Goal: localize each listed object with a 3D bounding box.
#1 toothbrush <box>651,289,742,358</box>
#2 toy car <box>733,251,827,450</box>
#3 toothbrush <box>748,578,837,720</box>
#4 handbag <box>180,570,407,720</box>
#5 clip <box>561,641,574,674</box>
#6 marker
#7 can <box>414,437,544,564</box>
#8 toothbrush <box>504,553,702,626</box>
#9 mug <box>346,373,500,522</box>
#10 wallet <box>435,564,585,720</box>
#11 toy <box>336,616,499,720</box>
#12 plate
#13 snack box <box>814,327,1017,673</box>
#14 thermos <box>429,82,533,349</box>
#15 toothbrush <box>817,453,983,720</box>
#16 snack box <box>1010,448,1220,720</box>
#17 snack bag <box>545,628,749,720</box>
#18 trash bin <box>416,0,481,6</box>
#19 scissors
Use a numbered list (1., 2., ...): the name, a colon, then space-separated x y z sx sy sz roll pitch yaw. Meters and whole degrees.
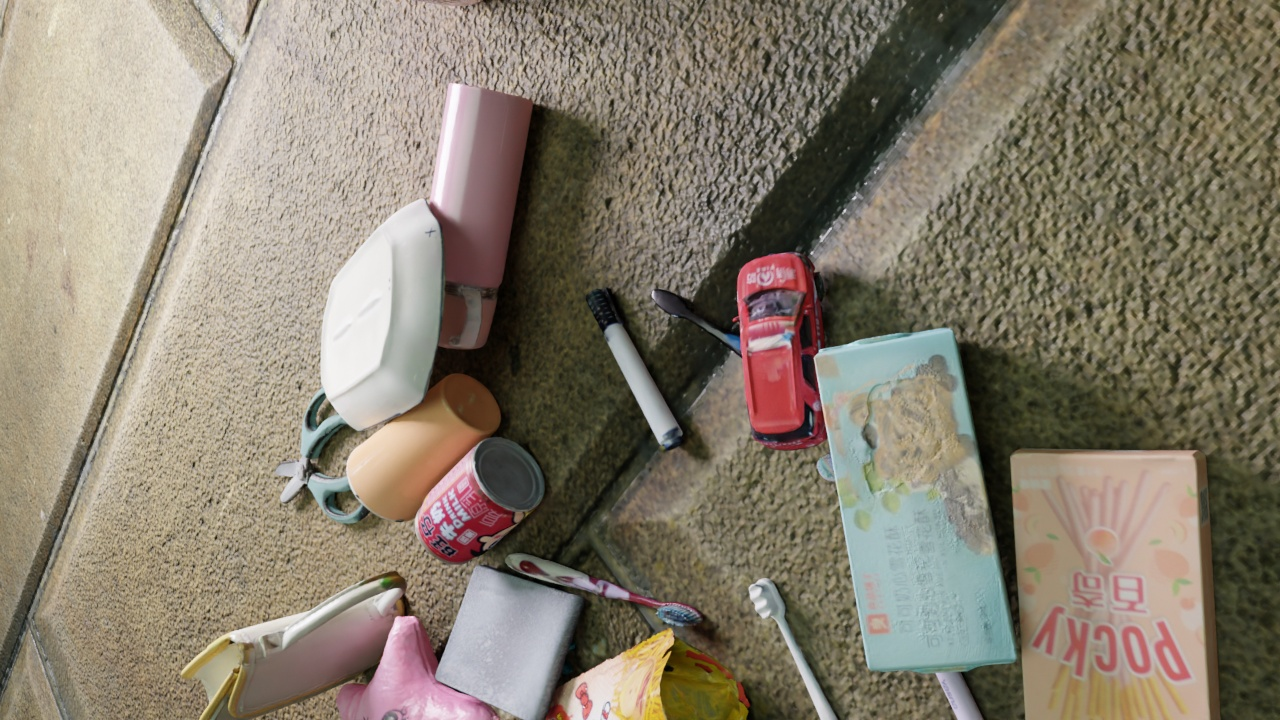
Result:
1. toothbrush: 0.078 -0.001 0.587 0.189 0.016 0.014 34 102 30
2. toy car: 0.085 -0.007 0.549 0.053 0.045 0.120 -10 76 27
3. toothbrush: 0.112 0.219 0.562 0.016 0.016 0.180 -41 68 39
4. handbag: -0.276 0.240 0.780 0.179 0.163 0.063 -42 68 31
5. clip: -0.073 0.223 0.712 0.057 0.014 0.048 7 98 37
6. marker: -0.004 0.004 0.647 0.023 0.018 0.130 -38 68 23
7. can: -0.127 0.112 0.718 0.094 0.066 0.066 -43 66 31
8. toothbrush: -0.035 0.168 0.677 0.188 0.017 0.016 7 95 38
9. mug: -0.173 0.069 0.751 0.123 0.078 0.078 -40 68 27
10. wallet: -0.103 0.217 0.713 0.121 0.019 0.097 5 69 39
11. toy: -0.181 0.310 0.763 0.179 0.074 0.194 -29 71 26
12. plate: -0.219 -0.031 0.748 0.266 0.034 0.162 -19 69 57
13. snack box: 0.147 0.074 0.493 0.074 0.051 0.174 -11 82 20
14. thermos: -0.129 -0.107 0.706 0.087 0.067 0.199 30 110 62
15. toothbrush: 0.153 0.137 0.524 0.029 0.021 0.189 -45 66 51
16. snack box: 0.235 0.123 0.455 0.085 0.026 0.157 -4 89 39
17. snack bag: -0.013 0.274 0.644 0.208 0.073 0.128 -44 66 39
18. trash bin: -0.189 -0.360 0.668 0.228 0.191 0.227 2 92 39
19. scissors: -0.305 0.113 0.891 0.178 0.019 0.169 -46 65 29
